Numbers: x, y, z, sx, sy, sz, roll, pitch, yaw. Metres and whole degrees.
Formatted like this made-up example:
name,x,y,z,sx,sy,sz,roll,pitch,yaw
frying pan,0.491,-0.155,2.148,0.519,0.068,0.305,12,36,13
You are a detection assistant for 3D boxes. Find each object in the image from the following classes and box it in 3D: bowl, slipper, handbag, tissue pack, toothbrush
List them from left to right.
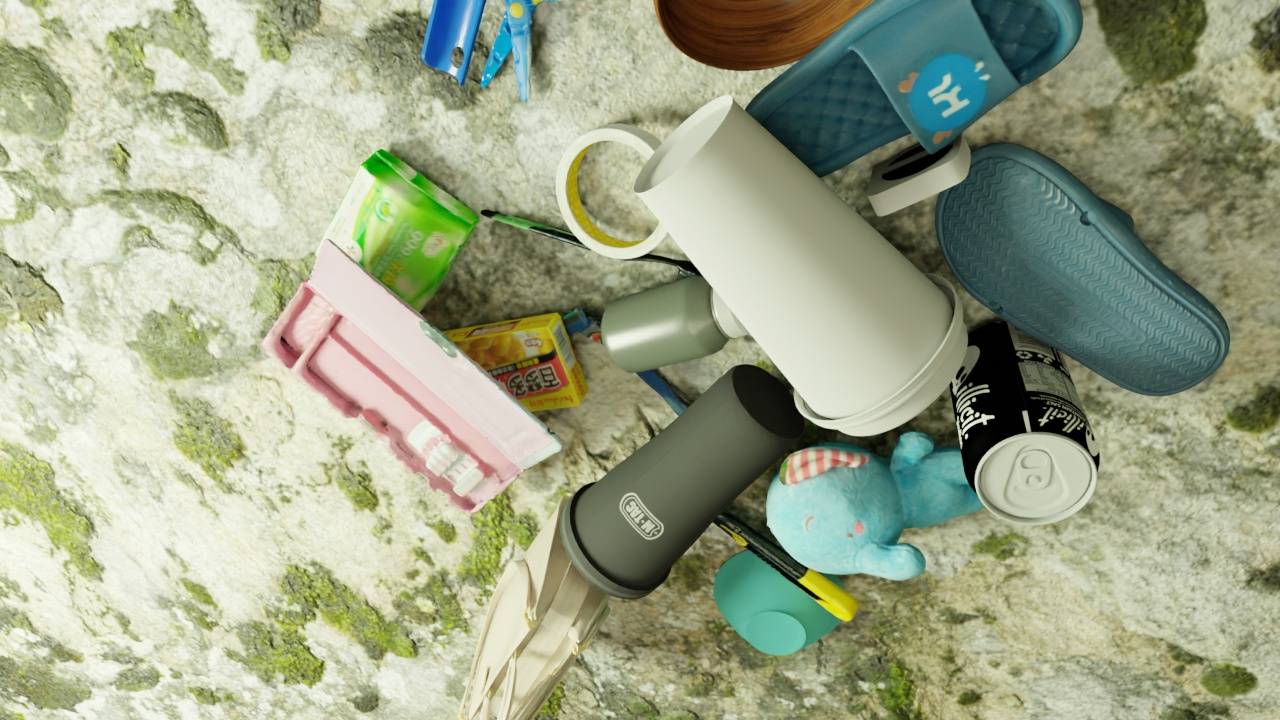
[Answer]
name,x,y,z,sx,sy,sz,roll,pitch,yaw
tissue pack,-0.191,-0.098,0.714,0.099,0.034,0.114,34,124,-10
handbag,-0.093,0.249,0.800,0.101,0.197,0.195,28,123,-4
toothbrush,-0.032,-0.085,0.696,0.188,0.014,0.017,16,130,4
bowl,0.073,-0.246,0.531,0.147,0.068,0.147,-10,154,-5
bowl,0.123,0.229,0.827,0.121,0.046,0.121,6,121,10
slipper,0.156,-0.168,0.562,0.214,0.059,0.104,-22,134,28
slipper,0.288,-0.058,0.612,0.213,0.059,0.104,41,130,2

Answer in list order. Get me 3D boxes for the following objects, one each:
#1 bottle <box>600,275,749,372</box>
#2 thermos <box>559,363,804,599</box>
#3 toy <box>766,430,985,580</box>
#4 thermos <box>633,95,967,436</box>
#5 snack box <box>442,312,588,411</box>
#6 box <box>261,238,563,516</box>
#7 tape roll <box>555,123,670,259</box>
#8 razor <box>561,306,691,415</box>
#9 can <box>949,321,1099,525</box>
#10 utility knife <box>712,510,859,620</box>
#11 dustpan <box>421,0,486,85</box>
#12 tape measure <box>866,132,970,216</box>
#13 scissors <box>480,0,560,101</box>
name,x,y,z,sx,sy,sz,roll,pitch,yaw
bottle,0.028,-0.028,0.678,0.109,0.060,0.060,-14,117,32
thermos,0.031,0.097,0.730,0.106,0.105,0.219,37,124,-10
toy,0.188,0.119,0.713,0.181,0.114,0.183,-8,139,11
thermos,0.101,-0.061,0.597,0.132,0.131,0.222,-36,114,28
snack box,-0.124,0.008,0.758,0.152,0.025,0.075,-8,118,23
box,-0.179,0.015,0.736,0.233,0.050,0.181,43,136,-10
tape roll,-0.015,-0.120,0.654,0.094,0.019,0.094,12,119,22
razor,-0.004,0.004,0.741,0.141,0.018,0.044,40,154,-15
can,0.256,0.038,0.622,0.080,0.145,0.080,6,121,10
utility knife,0.107,0.163,0.792,0.186,0.020,0.029,36,157,5
dustpan,-0.074,-0.287,0.541,0.245,0.059,0.258,33,128,8
tape measure,0.179,-0.122,0.595,0.065,0.064,0.017,-21,114,30
scissors,-0.071,-0.234,0.618,0.097,0.020,0.133,8,121,12
